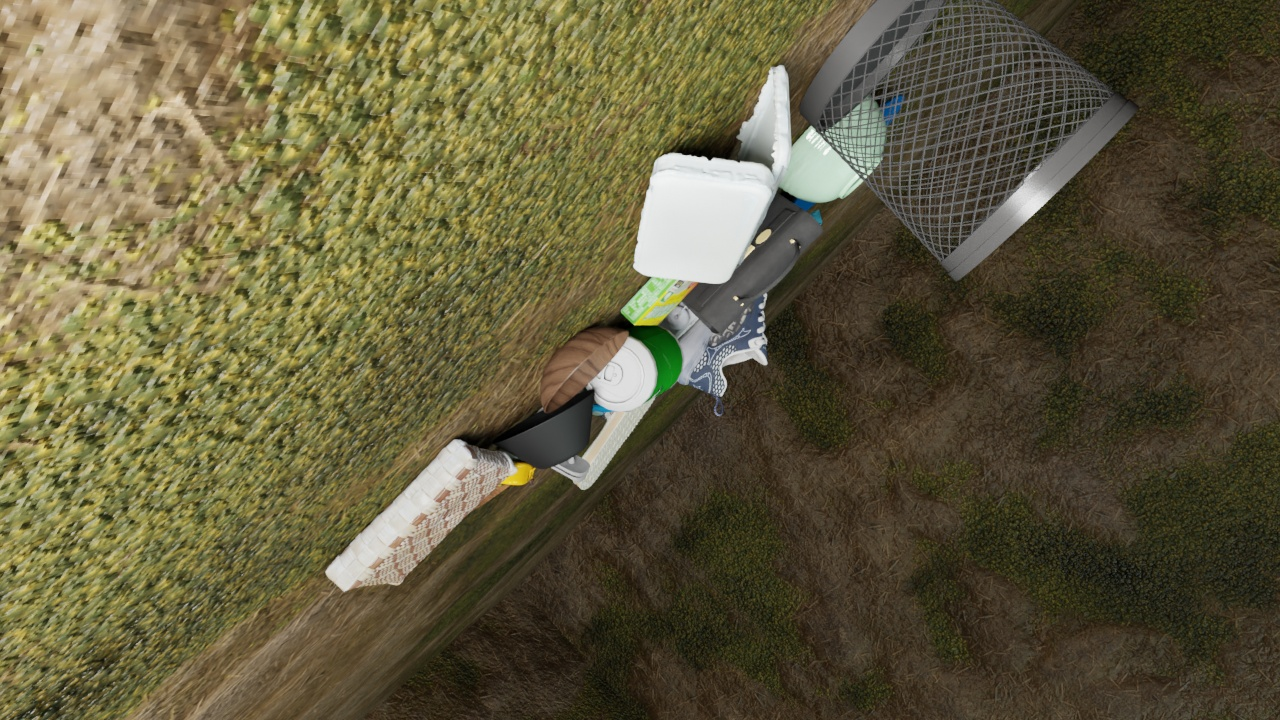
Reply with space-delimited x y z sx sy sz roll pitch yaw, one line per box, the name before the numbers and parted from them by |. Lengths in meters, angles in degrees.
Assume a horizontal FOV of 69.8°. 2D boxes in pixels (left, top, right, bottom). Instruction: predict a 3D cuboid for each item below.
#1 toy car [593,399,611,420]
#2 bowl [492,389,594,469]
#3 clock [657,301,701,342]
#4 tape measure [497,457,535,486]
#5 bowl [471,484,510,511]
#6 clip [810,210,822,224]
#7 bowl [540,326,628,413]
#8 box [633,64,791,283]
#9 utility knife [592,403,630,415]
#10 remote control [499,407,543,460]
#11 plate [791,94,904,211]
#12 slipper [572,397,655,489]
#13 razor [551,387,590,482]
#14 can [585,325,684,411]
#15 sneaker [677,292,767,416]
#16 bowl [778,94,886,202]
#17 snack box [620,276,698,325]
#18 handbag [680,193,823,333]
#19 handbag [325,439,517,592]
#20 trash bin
toy car | -0.058 0.059 1.291 0.113 0.039 0.039 79 36 -82
bowl | -0.094 0.083 0.996 0.124 0.052 0.124 -27 -175 2
clock | 0.063 -0.064 1.268 0.094 0.035 0.123 -43 173 -14
tape measure | -0.152 0.121 1.003 0.059 0.068 0.030 9 91 -75
bowl | -0.194 0.156 1.102 0.102 0.026 0.114 -37 173 23
clip | 0.176 -0.179 1.218 0.122 0.033 0.120 -16 163 22
bowl | -0.066 0.001 0.944 0.119 0.032 0.119 -44 172 -8
box | 0.051 -0.144 0.769 0.211 0.105 0.129 107 -12 -68
utility knife | -0.055 0.063 1.176 0.221 0.031 0.015 170 -65 -72
remote control | -0.121 0.083 1.101 0.114 0.028 0.060 -42 172 -14
plate | 0.268 -0.278 1.248 0.224 0.024 0.224 -44 172 -8
slipper | -0.033 0.083 1.440 0.262 0.052 0.115 -56 164 -11
razor | -0.092 0.083 1.157 0.047 0.088 0.116 -29 143 -64
can | -0.006 0.006 1.078 0.088 0.088 0.139 -47 172 19
sneaker | 0.150 -0.049 1.393 0.269 0.132 0.103 -52 172 -11
bowl | 0.231 -0.239 1.067 0.150 0.077 0.151 -43 173 -7
snack box | 0.056 -0.106 1.031 0.168 0.027 0.131 -46 173 10
handbag | 0.136 -0.104 1.063 0.176 0.072 0.195 -45 -168 5
handbag | -0.216 0.153 0.915 0.186 0.047 0.124 -45 164 2
trash bin | 0.302 -0.234 0.885 0.217 0.227 0.218 -44 172 -8
